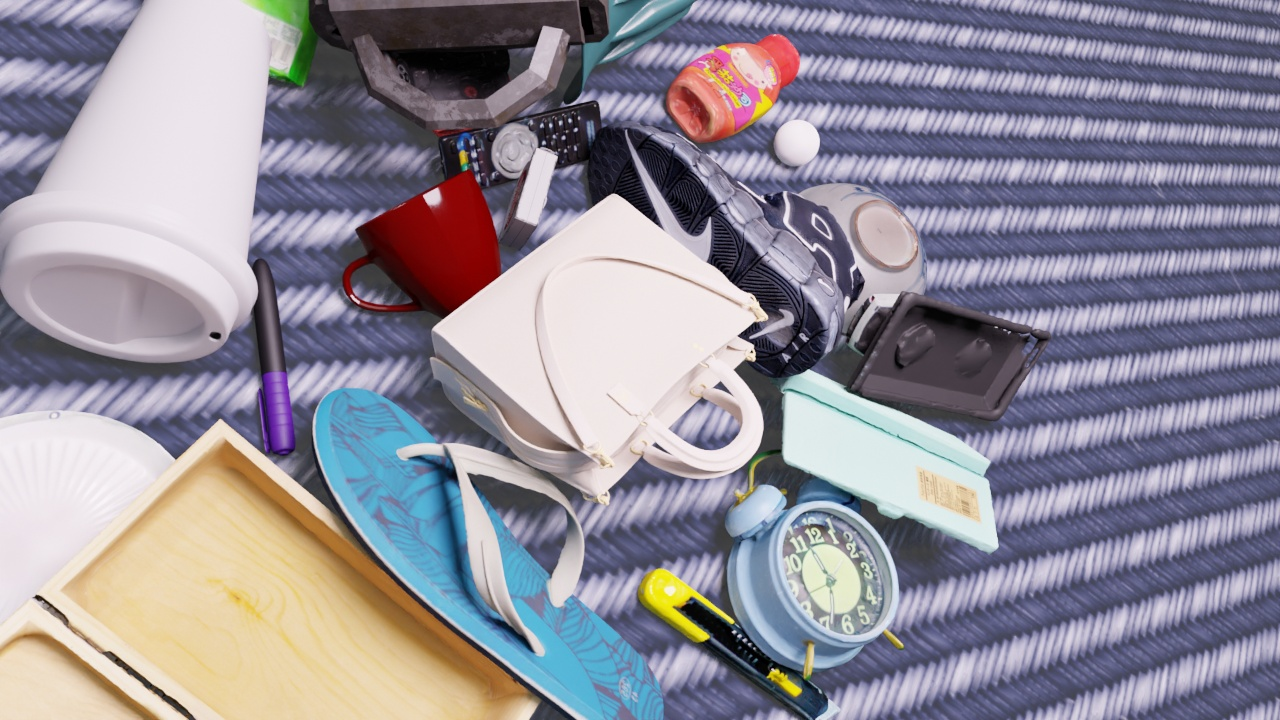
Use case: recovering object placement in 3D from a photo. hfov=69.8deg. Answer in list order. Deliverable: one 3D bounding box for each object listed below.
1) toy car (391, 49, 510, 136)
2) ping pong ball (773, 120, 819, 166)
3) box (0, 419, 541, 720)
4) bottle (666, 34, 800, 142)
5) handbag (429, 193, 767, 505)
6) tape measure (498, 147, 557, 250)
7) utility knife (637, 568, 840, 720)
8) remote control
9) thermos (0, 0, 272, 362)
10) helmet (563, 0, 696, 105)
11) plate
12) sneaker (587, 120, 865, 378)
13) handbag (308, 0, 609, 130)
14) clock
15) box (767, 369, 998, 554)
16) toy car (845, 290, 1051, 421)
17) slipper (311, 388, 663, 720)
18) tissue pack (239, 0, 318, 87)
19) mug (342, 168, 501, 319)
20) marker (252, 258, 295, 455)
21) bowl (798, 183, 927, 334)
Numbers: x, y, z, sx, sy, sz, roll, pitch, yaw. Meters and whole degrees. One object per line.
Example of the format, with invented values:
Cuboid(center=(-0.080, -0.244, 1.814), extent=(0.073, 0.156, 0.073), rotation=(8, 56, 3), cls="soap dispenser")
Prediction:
Cuboid(center=(-0.169, -0.254, 0.695), extent=(0.081, 0.056, 0.189), rotation=(-26, 77, -30), cls="toy car")
Cuboid(center=(0.139, -0.194, 0.820), extent=(0.040, 0.040, 0.040), rotation=(9, 66, -21), cls="ping pong ball")
Cuboid(center=(-0.212, 0.199, 0.473), extent=(0.247, 0.068, 0.252), rotation=(42, 48, -8), cls="box")
Cuboid(center=(0.086, -0.245, 0.812), extent=(0.133, 0.049, 0.071), rotation=(-38, 86, -32), cls="bottle")
Cuboid(center=(-0.004, 0.003, 0.606), extent=(0.198, 0.101, 0.194), rotation=(35, 59, 22), cls="handbag")
Cuboid(center=(-0.082, -0.116, 0.675), extent=(0.020, 0.062, 0.060), rotation=(19, 68, -17), cls="tape measure")
Cuboid(center=(0.071, 0.203, 0.640), extent=(0.172, 0.020, 0.028), rotation=(37, 61, -8), cls="utility knife")
Cuboid(center=(-0.090, -0.165, 0.709), extent=(0.140, 0.021, 0.045), rotation=(-24, 123, -31), cls="remote control")
Cuboid(center=(-0.286, -0.121, 0.555), extent=(0.131, 0.132, 0.221), rotation=(11, 58, -20), cls="thermos")
Cuboid(center=(-0.026, -0.354, 0.738), extent=(0.200, 0.177, 0.274), rotation=(36, 72, -1), cls="helmet")
Cuboid(center=(-0.325, 0.103, 0.501), extent=(0.156, 0.014, 0.156), rotation=(9, 66, -21), cls="plate")
Cuboid(center=(0.081, -0.110, 0.721), extent=(0.252, 0.097, 0.150), rotation=(46, 42, 15), cls="sneaker")
Cuboid(center=(-0.120, -0.246, 0.597), extent=(0.197, 0.102, 0.199), rotation=(-3, 85, 2), cls="handbag")
Cuboid(center=(0.119, 0.141, 0.658), extent=(0.117, 0.060, 0.162), rotation=(-8, 66, -32), cls="clock")
Cuboid(center=(0.184, 0.064, 0.703), extent=(0.187, 0.052, 0.138), rotation=(23, 24, -14), cls="box")
Cuboid(center=(0.244, -0.014, 0.764), extent=(0.191, 0.094, 0.071), rotation=(10, 28, -32), cls="toy car")
Cuboid(center=(-0.080, 0.120, 0.555), extent=(0.295, 0.060, 0.118), rotation=(45, 23, -5), cls="slipper")
Cuboid(center=(-0.275, -0.260, 0.640), extent=(0.114, 0.034, 0.099), rotation=(23, 92, -14), cls="tissue pack")
Cuboid(center=(-0.145, -0.064, 0.624), extent=(0.114, 0.087, 0.088), rotation=(-29, 106, -5), cls="mug")
Cuboid(center=(-0.237, -0.004, 0.586), extent=(0.018, 0.015, 0.133), rotation=(-14, 74, 0), cls="marker")
Cuboid(center=(0.198, -0.098, 0.798), extent=(0.150, 0.057, 0.150), rotation=(9, 66, -21), cls="bowl")
